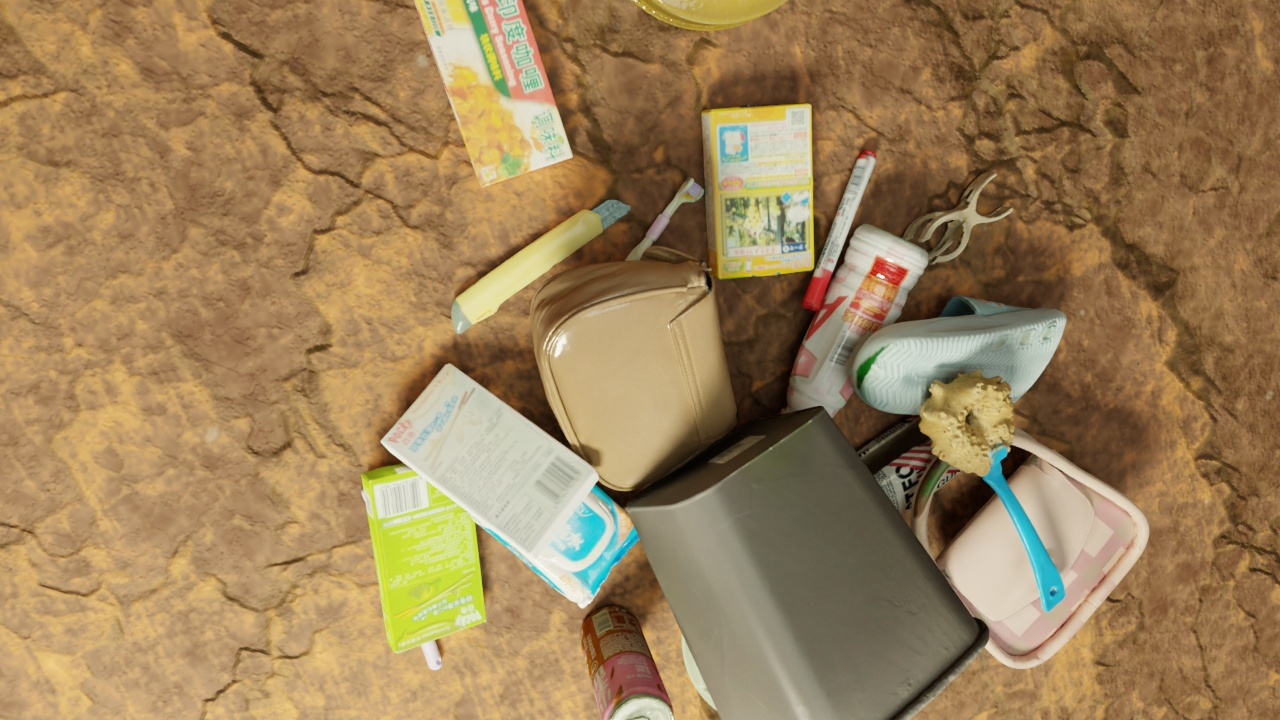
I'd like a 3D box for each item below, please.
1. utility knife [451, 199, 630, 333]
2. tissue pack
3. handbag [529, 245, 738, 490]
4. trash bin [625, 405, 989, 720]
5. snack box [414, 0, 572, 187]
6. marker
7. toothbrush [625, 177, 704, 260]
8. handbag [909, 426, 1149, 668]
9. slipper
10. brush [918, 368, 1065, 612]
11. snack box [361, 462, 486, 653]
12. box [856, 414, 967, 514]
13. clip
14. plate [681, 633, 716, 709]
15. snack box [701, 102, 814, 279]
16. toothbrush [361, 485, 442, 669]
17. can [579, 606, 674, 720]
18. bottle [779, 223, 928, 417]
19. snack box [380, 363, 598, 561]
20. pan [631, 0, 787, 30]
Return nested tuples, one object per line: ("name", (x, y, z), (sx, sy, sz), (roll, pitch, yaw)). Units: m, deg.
("utility knife", (-0.084, -0.081, 0.753), (0.177, 0.019, 0.031), (-33, 112, 2))
("tissue pack", (-0.070, 0.134, 0.777), (0.140, 0.063, 0.089), (45, 73, -17))
("handbag", (-0.004, 0.004, 0.731), (0.147, 0.099, 0.205), (-19, 134, -4))
("trash bin", (0.119, 0.171, 0.741), (0.198, 0.199, 0.220), (-30, 91, -23))
("snack box", (-0.114, -0.220, 0.708), (0.077, 0.027, 0.156), (-21, 107, -7))
("marker", (0.171, -0.112, 0.786), (0.017, 0.017, 0.145), (22, 87, -16))
("toothbrush", (-0.010, -0.073, 0.771), (0.020, 0.029, 0.189), (40, 96, 24))
("handbag", (0.337, 0.154, 0.850), (0.234, 0.093, 0.193), (41, 91, -24))
("slipper", (0.275, -0.006, 0.810), (0.245, 0.074, 0.104), (-4, 124, -31))
("brush", (0.312, 0.115, 0.781), (0.083, 0.046, 0.255), (-35, 108, -14))
("snack box", (-0.181, 0.160, 0.775), (0.085, 0.026, 0.156), (-13, 107, -29))
("box", (0.237, 0.101, 0.857), (0.163, 0.076, 0.075), (-35, 127, -7))
("clip", (0.286, -0.115, 0.817), (0.103, 0.034, 0.076), (-26, 105, -13))
("plate", (0.153, 0.259, 0.883), (0.230, 0.027, 0.230), (-3, 105, -11))
("snack box", (0.099, -0.142, 0.770), (0.087, 0.034, 0.140), (-7, 104, -10))
("toothbrush", (-0.203, 0.189, 0.796), (0.029, 0.021, 0.189), (-33, 116, -46))
("can", (-0.014, 0.270, 0.787), (0.058, 0.147, 0.058), (-3, 104, -11))
("bottle", (0.177, -0.018, 0.801), (0.068, 0.068, 0.197), (21, 102, -16))
("snack box", (-0.119, 0.079, 0.729), (0.157, 0.027, 0.084), (34, 73, 15))
("pan", (0.063, -0.435, 0.683), (0.197, 0.078, 0.358), (1, 110, -15))
